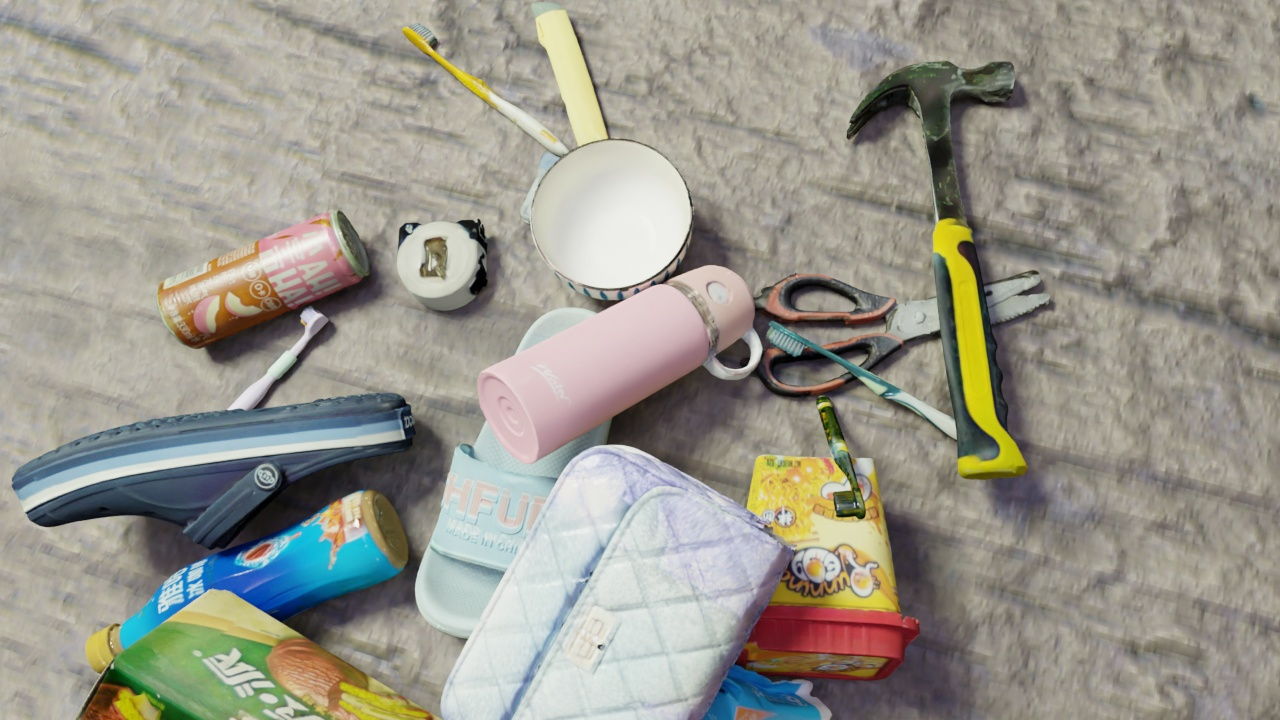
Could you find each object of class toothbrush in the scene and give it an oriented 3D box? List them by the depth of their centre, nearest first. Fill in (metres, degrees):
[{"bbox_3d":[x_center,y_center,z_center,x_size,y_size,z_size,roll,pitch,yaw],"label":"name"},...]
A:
[{"bbox_3d":[0.120,0.055,0.572,0.017,0.185,0.012,-8,105,8],"label":"toothbrush"},{"bbox_3d":[0.172,0.024,0.641,0.191,0.016,0.018,30,94,4],"label":"toothbrush"},{"bbox_3d":[-0.306,0.035,0.693,0.021,0.029,0.189,43,82,-23],"label":"toothbrush"},{"bbox_3d":[-0.126,-0.223,0.750,0.191,0.016,0.018,39,73,15],"label":"toothbrush"}]

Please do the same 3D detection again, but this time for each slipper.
[{"bbox_3d":[-0.077,0.072,0.632,0.104,0.074,0.245,17,75,9],"label":"slipper"},{"bbox_3d":[-0.281,0.078,0.634,0.252,0.105,0.095,-10,91,-10],"label":"slipper"}]

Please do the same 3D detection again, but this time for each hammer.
[{"bbox_3d":[0.221,-0.075,0.652,0.126,0.032,0.322,-2,69,4],"label":"hammer"}]

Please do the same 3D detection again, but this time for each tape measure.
[{"bbox_3d":[-0.151,-0.073,0.701,0.066,0.033,0.066,-5,74,6],"label":"tape measure"}]

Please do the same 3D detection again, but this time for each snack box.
[{"bbox_3d":[-0.193,0.236,0.546,0.240,0.114,0.063,32,96,-1],"label":"snack box"}]

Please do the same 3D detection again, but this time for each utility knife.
[{"bbox_3d":[-0.050,-0.206,0.736,0.031,0.021,0.198,-18,73,4],"label":"utility knife"}]

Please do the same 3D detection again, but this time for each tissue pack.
[{"bbox_3d":[0.060,0.257,0.553,0.090,0.063,0.140,24,74,-32],"label":"tissue pack"}]

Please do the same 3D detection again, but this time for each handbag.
[{"bbox_3d":[-0.016,0.152,0.509,0.134,0.075,0.194,28,93,8],"label":"handbag"}]

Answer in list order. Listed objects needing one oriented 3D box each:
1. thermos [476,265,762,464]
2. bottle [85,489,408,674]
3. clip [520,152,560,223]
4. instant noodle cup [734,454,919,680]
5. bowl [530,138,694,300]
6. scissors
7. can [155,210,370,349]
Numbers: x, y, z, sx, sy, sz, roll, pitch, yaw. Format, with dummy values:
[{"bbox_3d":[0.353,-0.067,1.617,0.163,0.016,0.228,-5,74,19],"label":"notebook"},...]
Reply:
[{"bbox_3d":[-0.004,0.004,0.612,0.198,0.067,0.087,-27,78,-32],"label":"thermos"},{"bbox_3d":[-0.272,0.158,0.630,0.218,0.065,0.065,-24,74,-2],"label":"bottle"},{"bbox_3d":[-0.076,-0.133,0.718,0.026,0.041,0.058,29,84,10],"label":"clip"},{"bbox_3d":[0.110,0.131,0.585,0.116,0.116,0.123,1,63,6],"label":"instant noodle cup"},{"bbox_3d":[-0.018,-0.096,0.676,0.116,0.066,0.116,-1,76,5],"label":"bowl"},{"bbox_3d":[0.181,-0.039,0.668,0.197,0.015,0.205,37,81,14],"label":"scissors"},{"bbox_3d":[-0.285,-0.061,0.697,0.147,0.058,0.058,-23,74,-1],"label":"can"}]
